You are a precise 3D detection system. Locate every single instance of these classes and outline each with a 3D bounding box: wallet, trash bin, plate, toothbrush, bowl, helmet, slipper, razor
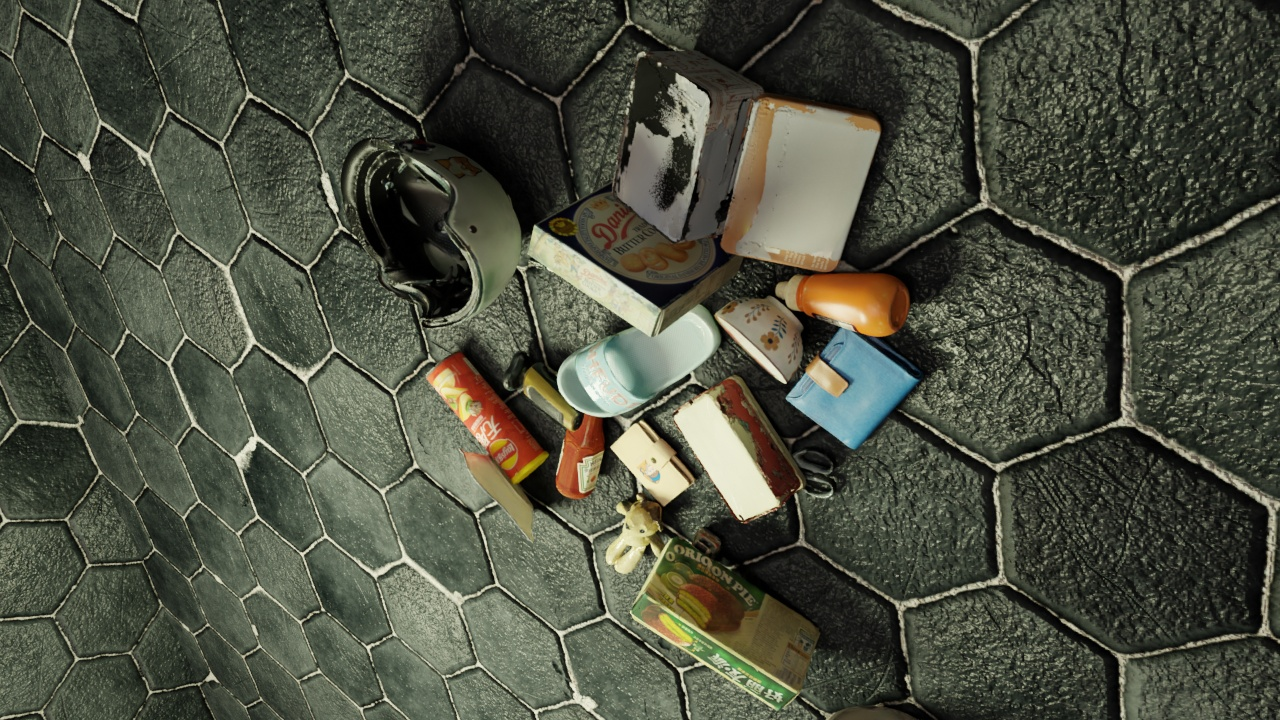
[{"bbox_3d":[0.018,0.143,1.280,0.115,0.024,0.088,49,132,6],"label":"wallet"},{"bbox_3d":[0.306,0.572,1.190,0.228,0.226,0.192,7,105,34],"label":"trash bin"},{"bbox_3d":[-0.215,0.199,1.429,0.163,0.034,0.164,52,174,-20],"label":"plate"},{"bbox_3d":[-0.072,-0.104,1.216,0.190,0.016,0.014,25,134,23],"label":"toothbrush"},{"bbox_3d":[0.145,-0.034,1.046,0.113,0.113,0.062,43,91,10],"label":"bowl"},{"bbox_3d":[-0.258,-0.184,1.218,0.274,0.156,0.231,43,135,24],"label":"helmet"},{"bbox_3d":[-0.007,0.007,1.170,0.246,0.074,0.104,-28,96,31],"label":"slipper"},{"bbox_3d":[0.240,0.029,1.042,0.106,0.040,0.133,38,131,8],"label":"wallet"},{"bbox_3d":[-0.136,0.048,1.291,0.167,0.067,0.062,38,138,41],"label":"razor"}]

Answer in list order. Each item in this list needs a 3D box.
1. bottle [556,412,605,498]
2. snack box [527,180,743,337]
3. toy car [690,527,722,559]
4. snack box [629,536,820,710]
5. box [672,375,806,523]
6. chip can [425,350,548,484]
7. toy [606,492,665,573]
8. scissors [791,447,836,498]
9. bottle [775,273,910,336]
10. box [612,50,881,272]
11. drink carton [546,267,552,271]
[{"bbox_3d":[-0.076,0.103,1.307,0.060,0.059,0.206,28,122,22],"label":"bottle"},{"bbox_3d":[-0.002,-0.125,1.039,0.182,0.177,0.046,35,135,17],"label":"snack box"},{"bbox_3d":[0.083,0.276,1.297,0.042,0.035,0.091,35,133,18],"label":"toy car"},{"bbox_3d":[0.115,0.350,1.230,0.240,0.114,0.063,31,131,4],"label":"snack box"},{"bbox_3d":[0.118,0.113,1.139,0.092,0.079,0.168,-36,85,45],"label":"box"},{"bbox_3d":[-0.234,0.086,1.406,0.216,0.073,0.073,50,133,4],"label":"chip can"},{"bbox_3d":[-0.011,0.256,1.336,0.105,0.066,0.158,52,140,24],"label":"toy"},{"bbox_3d":[0.170,0.138,1.170,0.175,0.014,0.135,-31,92,43],"label":"scissors"},{"bbox_3d":[0.212,-0.067,0.994,0.150,0.066,0.067,14,122,40],"label":"bottle"},{"bbox_3d":[0.100,-0.207,0.969,0.274,0.125,0.179,25,127,18],"label":"box"},{"bbox_3d":[-0.050,-0.121,1.150,0.122,0.045,0.054,21,119,4],"label":"drink carton"}]
